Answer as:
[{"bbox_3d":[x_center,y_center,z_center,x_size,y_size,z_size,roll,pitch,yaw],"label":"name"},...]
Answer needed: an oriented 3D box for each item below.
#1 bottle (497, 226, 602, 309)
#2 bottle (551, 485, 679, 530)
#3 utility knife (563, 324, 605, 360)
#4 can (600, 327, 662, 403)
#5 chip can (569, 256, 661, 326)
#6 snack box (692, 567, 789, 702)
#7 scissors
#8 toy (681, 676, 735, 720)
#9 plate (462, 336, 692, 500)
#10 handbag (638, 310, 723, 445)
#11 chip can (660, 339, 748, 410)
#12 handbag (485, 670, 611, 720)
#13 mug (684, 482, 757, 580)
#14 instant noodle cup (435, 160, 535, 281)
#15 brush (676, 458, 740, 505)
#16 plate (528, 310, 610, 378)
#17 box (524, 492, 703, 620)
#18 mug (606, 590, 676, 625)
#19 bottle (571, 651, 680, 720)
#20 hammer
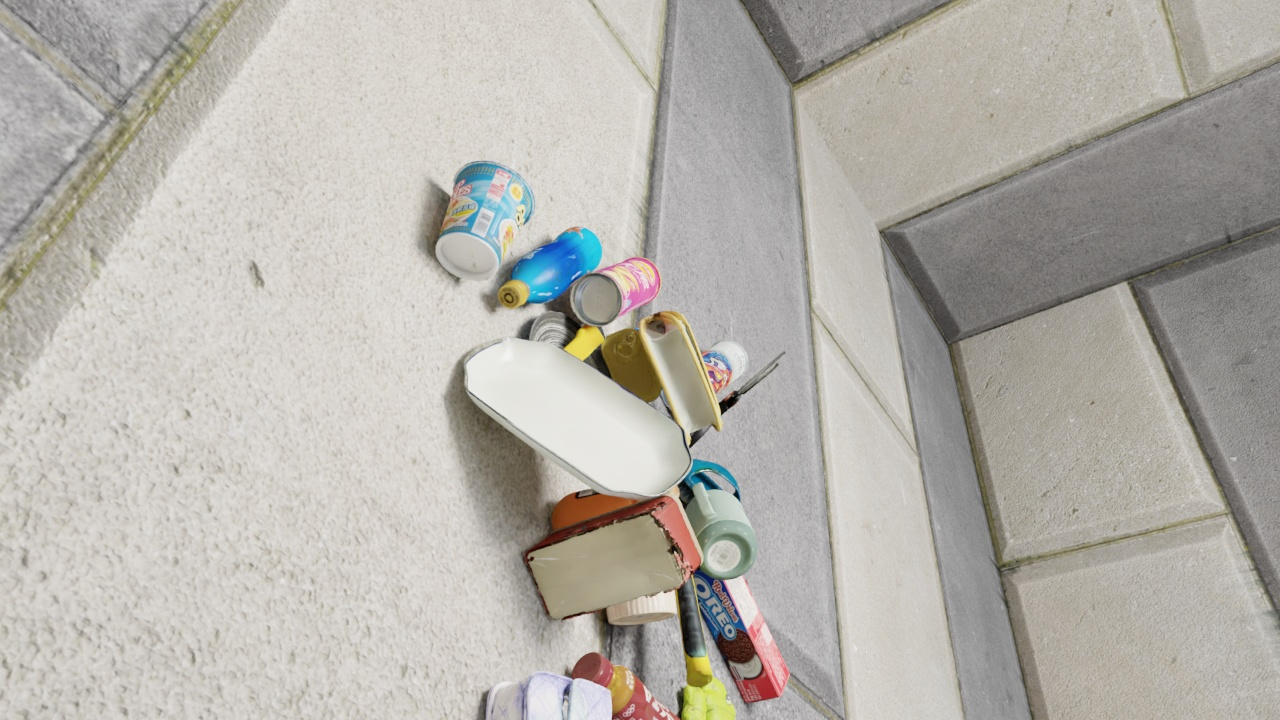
[{"bbox_3d":[-0.113,-0.111,1.133,0.065,0.065,0.218,62,27,-10],"label":"bottle"},{"bbox_3d":[-0.024,0.161,0.994,0.066,0.150,0.066,42,36,-41],"label":"bottle"},{"bbox_3d":[-0.080,-0.013,1.123,0.033,0.015,0.167,56,27,-7],"label":"utility knife"},{"bbox_3d":[-0.007,0.007,1.228,0.083,0.057,0.102,-27,95,-82],"label":"can"},{"bbox_3d":[-0.030,-0.096,1.233,0.071,0.071,0.210,65,18,-4],"label":"chip can"},{"bbox_3d":[0.131,0.355,1.238,0.207,0.057,0.058,65,29,-6],"label":"snack box"},{"bbox_3d":[0.114,0.059,1.279,0.021,0.227,0.198,45,-1,-3],"label":"scissors"},{"bbox_3d":[0.083,0.429,1.121,0.100,0.031,0.096,43,35,-32],"label":"toy"},{"bbox_3d":[-0.070,0.064,0.970,0.266,0.034,0.161,32,33,15],"label":"plate"},{"bbox_3d":[0.052,0.011,1.210,0.178,0.063,0.163,-101,169,-78],"label":"handbag"},{"bbox_3d":[0.101,0.023,1.422,0.214,0.071,0.071,-29,96,-63],"label":"chip can"},{"bbox_3d":[-0.075,0.383,0.814,0.134,0.076,0.193,38,40,-45],"label":"handbag"},{"bbox_3d":[0.096,0.210,1.161,0.106,0.082,0.112,-103,168,-75],"label":"mug"},{"bbox_3d":[-0.177,-0.150,1.022,0.099,0.099,0.109,48,40,-34],"label":"instant noodle cup"},{"bbox_3d":[0.097,0.180,1.290,0.144,0.074,0.055,42,20,-39],"label":"brush"},{"bbox_3d":[-0.088,0.027,1.123,0.179,0.024,0.179,44,33,-40],"label":"plate"},{"bbox_3d":[-0.031,0.205,0.927,0.076,0.169,0.091,-26,93,-64],"label":"box"},{"bbox_3d":[-0.003,0.248,1.061,0.115,0.081,0.105,81,2,-66],"label":"mug"},{"bbox_3d":[-0.008,0.371,0.968,0.175,0.058,0.057,52,31,-28],"label":"bottle"},{"bbox_3d":[0.047,0.231,1.108,0.126,0.032,0.322,87,-4,-51],"label":"hammer"}]
